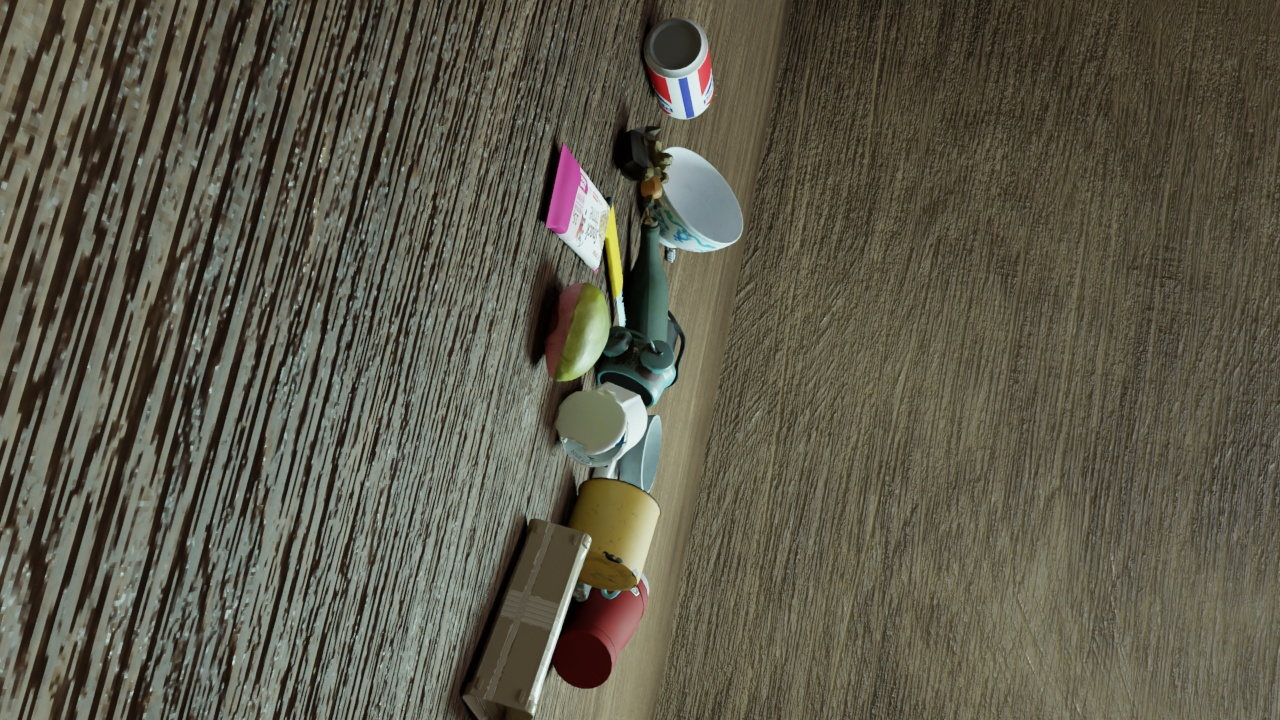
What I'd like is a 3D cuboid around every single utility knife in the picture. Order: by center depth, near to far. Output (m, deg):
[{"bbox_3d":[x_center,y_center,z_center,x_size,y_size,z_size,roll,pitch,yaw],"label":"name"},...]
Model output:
[{"bbox_3d":[-0.028,-0.097,1.023,0.224,0.019,0.030,79,28,-54],"label":"utility knife"}]

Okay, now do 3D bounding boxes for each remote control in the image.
[{"bbox_3d":[-0.048,0.185,1.184,0.060,0.025,0.139,-64,162,-60],"label":"remote control"}]

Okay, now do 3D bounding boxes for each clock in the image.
[{"bbox_3d":[-0.006,0.006,1.054,0.124,0.090,0.053,87,26,-58],"label":"clock"}]

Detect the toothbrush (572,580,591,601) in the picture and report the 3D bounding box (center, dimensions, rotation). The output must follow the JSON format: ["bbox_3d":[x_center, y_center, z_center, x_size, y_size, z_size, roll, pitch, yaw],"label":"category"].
[{"bbox_3d":[-0.058,0.264,1.233,0.185,0.022,0.024,-60,163,-69],"label":"toothbrush"}]

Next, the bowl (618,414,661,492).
[{"bbox_3d":[-0.003,0.122,1.216,0.106,0.039,0.106,8,89,-77],"label":"bowl"}]

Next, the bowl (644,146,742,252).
[{"bbox_3d":[0.053,-0.190,1.168,0.074,0.144,0.143,-35,-156,39],"label":"bowl"}]

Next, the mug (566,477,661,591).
[{"bbox_3d":[-0.038,0.206,1.049,0.124,0.100,0.093,100,7,-54],"label":"mug"}]

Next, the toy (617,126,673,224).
[{"bbox_3d":[0.008,-0.196,0.974,0.076,0.063,0.100,-5,87,-62],"label":"toy"}]

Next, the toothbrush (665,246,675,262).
[{"bbox_3d":[0.042,-0.199,1.353,0.168,0.014,0.014,86,28,-59],"label":"toothbrush"}]

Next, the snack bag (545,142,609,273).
[{"bbox_3d":[-0.052,-0.130,0.828,0.196,0.016,0.070,36,67,-79],"label":"snack bag"}]

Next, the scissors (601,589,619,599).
[{"bbox_3d":[-0.035,0.237,1.123,0.111,0.015,0.141,-57,-157,-8],"label":"scissors"}]

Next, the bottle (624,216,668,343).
[{"bbox_3d":[0.009,-0.096,1.138,0.055,0.055,0.174,-67,163,-53],"label":"bottle"}]

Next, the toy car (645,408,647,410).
[{"bbox_3d":[-0.008,0.063,1.273,0.046,0.034,0.112,45,56,-79],"label":"toy car"}]

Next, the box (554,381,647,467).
[{"bbox_3d":[-0.041,0.062,0.939,0.089,0.080,0.143,-66,172,11],"label":"box"}]

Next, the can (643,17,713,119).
[{"bbox_3d":[0.046,-0.330,1.049,0.132,0.070,0.070,43,57,-79],"label":"can"}]

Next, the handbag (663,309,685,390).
[{"bbox_3d":[0.016,-0.021,1.238,0.079,0.054,0.128,47,45,-40],"label":"handbag"}]

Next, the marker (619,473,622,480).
[{"bbox_3d":[-0.020,0.144,1.340,0.020,0.020,0.142,-66,164,-56],"label":"marker"}]

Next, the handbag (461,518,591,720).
[{"bbox_3d":[-0.110,0.280,0.874,0.198,0.062,0.175,103,4,-48],"label":"handbag"}]

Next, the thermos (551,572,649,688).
[{"bbox_3d":[-0.052,0.345,1.182,0.108,0.084,0.198,-63,174,17],"label":"thermos"}]

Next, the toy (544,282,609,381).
[{"bbox_3d":[-0.056,-0.025,0.825,0.110,0.051,0.090,2,101,-84],"label":"toy"}]
